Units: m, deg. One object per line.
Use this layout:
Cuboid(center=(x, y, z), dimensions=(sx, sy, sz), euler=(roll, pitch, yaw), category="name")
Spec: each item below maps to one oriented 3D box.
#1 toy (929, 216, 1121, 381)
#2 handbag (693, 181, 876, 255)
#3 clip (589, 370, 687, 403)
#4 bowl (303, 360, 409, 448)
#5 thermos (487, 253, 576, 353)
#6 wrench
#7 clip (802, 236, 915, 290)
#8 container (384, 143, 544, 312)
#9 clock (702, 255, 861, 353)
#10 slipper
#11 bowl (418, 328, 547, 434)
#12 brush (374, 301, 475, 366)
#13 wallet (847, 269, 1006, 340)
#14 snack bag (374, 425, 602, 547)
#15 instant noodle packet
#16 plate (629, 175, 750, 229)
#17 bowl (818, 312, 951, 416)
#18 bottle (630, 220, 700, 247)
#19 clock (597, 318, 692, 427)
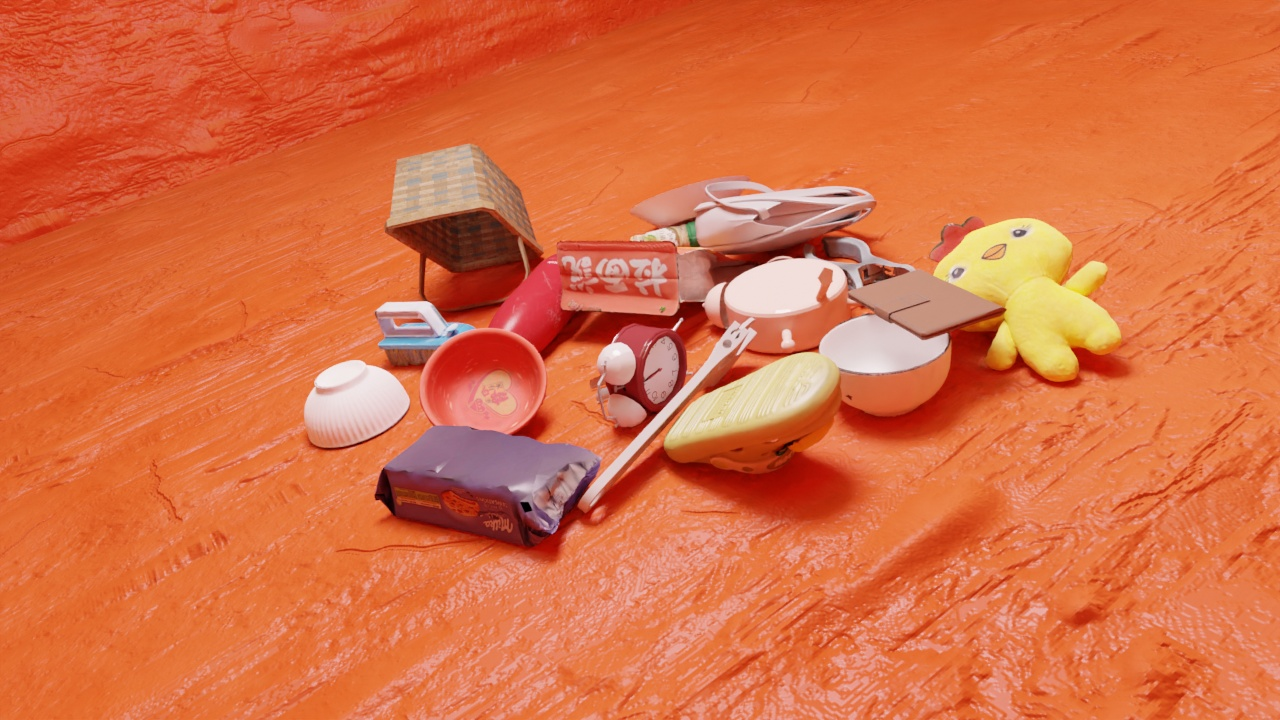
Cuboid(center=(0.354, -0.060, 0.859), dimensions=(0.134, 0.092, 0.207), euler=(-36, 35, 9), category="toy")
Cuboid(center=(0.193, -0.184, 1.101), dimensions=(0.215, 0.095, 0.223), euler=(-14, 8, -35), category="handbag")
Cuboid(center=(-0.005, 0.007, 0.961), dimensions=(0.102, 0.054, 0.057), euler=(-18, 64, -6), category="clip")
Cuboid(center=(-0.327, 0.040, 1.033), dimensions=(0.118, 0.062, 0.118), euler=(-12, 28, 6), category="bowl")
Cuboid(center=(-0.136, -0.041, 1.078), dimensions=(0.073, 0.073, 0.239), euler=(1, 35, 27), category="thermos")
Cuboid(center=(0.030, 0.048, 0.857), dimensions=(0.018, 0.087, 0.272), euler=(38, 59, 10), category="wrench")
Cuboid(center=(0.258, -0.115, 1.068), dimensions=(0.106, 0.028, 0.163), euler=(-20, 28, -8), category="clip")
Cuboid(center=(-0.235, -0.163, 1.260), dimensions=(0.158, 0.186, 0.250), euler=(-10, -9, 9), category="container")
Cuboid(center=(0.155, -0.071, 0.987), dimensions=(0.130, 0.086, 0.160), euler=(-26, 24, -21), category="clock")
Cuboid(center=(0.099, 0.060, 0.778), dimensions=(0.191, 0.081, 0.091), euler=(-23, 20, 49), category="slipper")
Cuboid(center=(-0.159, 0.033, 0.946), dimensions=(0.130, 0.045, 0.130), euler=(-1, 62, 1), category="bowl")
Cuboid(center=(-0.257, -0.034, 1.121), dimensions=(0.136, 0.075, 0.055), euler=(1, 33, 29), category="brush")
Cuboid(center=(0.257, -0.052, 0.834), dimensions=(0.087, 0.013, 0.121), euler=(-17, 27, -14), category="wallet")
Cuboid(center=(-0.139, 0.106, 0.825), dimensions=(0.206, 0.058, 0.096), euler=(3, 32, 32), category="snack bag")
Cuboid(center=(0.028, -0.114, 1.115), dimensions=(0.165, 0.084, 0.220), euler=(4, 14, 32), category="instant noodle packet")
Cuboid(center=(0.073, -0.212, 1.283), dimensions=(0.174, 0.036, 0.174), euler=(-15, -1, 0), category="plate")
Cuboid(center=(0.220, 0.008, 0.821), dimensions=(0.113, 0.063, 0.113), euler=(-11, 27, 5), category="bowl")
Cuboid(center=(0.043, -0.163, 1.245), dimensions=(0.111, 0.043, 0.043), euler=(-13, 28, 5), category="bottle")
Cuboid(center=(0.000, 0.012, 0.899), dimensions=(0.044, 0.087, 0.124), euler=(10, 33, 37), category="clock")
